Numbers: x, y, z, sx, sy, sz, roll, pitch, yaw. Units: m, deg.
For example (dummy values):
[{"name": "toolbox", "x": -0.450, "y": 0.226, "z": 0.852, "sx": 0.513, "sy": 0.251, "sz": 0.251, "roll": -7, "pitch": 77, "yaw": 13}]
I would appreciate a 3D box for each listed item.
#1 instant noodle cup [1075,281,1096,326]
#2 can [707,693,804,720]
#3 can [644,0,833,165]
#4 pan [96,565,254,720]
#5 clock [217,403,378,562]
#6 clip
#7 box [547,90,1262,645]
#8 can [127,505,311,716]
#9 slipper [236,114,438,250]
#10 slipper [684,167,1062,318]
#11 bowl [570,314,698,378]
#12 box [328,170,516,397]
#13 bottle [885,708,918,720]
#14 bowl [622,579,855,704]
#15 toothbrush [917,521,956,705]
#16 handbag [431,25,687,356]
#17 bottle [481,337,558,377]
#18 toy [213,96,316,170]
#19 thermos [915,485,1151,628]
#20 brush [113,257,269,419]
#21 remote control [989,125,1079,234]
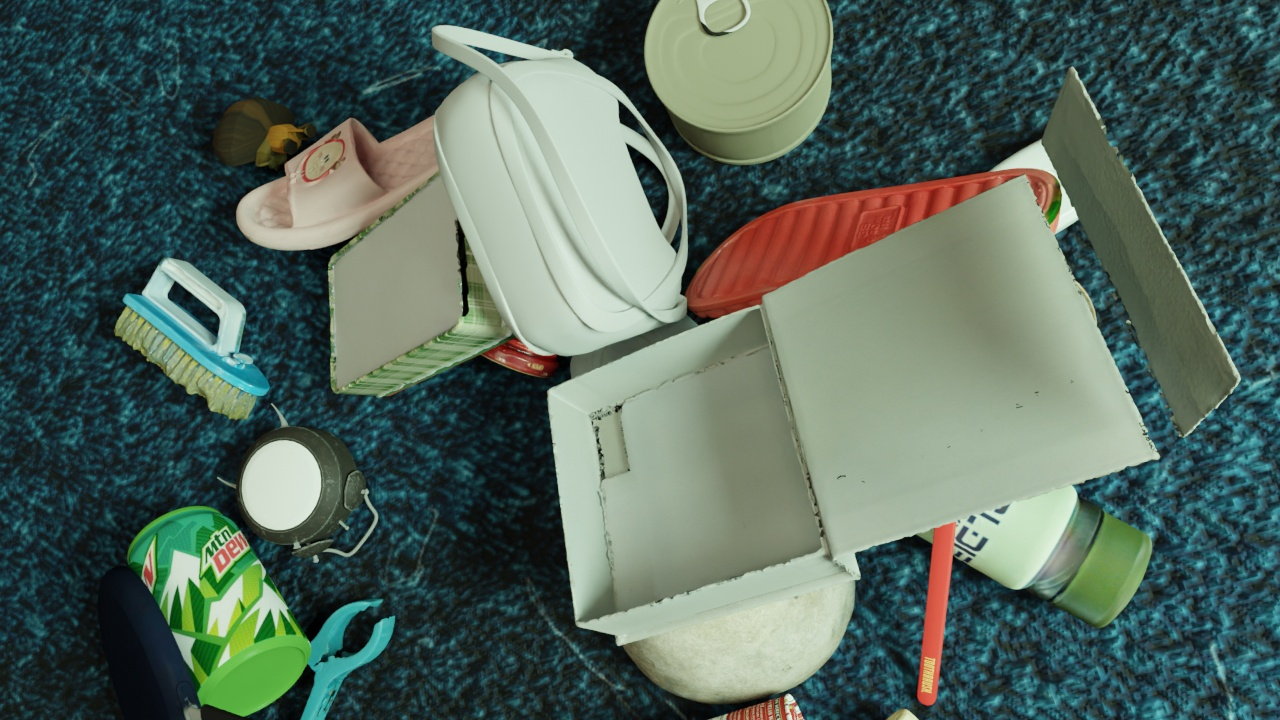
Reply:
[{"name": "instant noodle cup", "x": 0.234, "y": -0.013, "z": 0.572, "sx": 0.098, "sy": 0.108, "sz": 0.097, "roll": -2, "pitch": 82, "yaw": 12}, {"name": "can", "x": 0.054, "y": 0.274, "z": 0.586, "sx": 0.116, "sy": 0.086, "sz": 0.086, "roll": -21, "pitch": 78, "yaw": 9}, {"name": "can", "x": 0.073, "y": -0.211, "z": 0.654, "sx": 0.128, "sy": 0.073, "sz": 0.127, "roll": -2, "pitch": 82, "yaw": 13}, {"name": "pan", "x": -0.298, "y": 0.228, "z": 0.594, "sx": 0.358, "sy": 0.021, "sz": 0.198, "roll": -17, "pitch": 91, "yaw": 49}, {"name": "clock", "x": -0.262, "y": 0.099, "z": 0.704, "sx": 0.123, "sy": 0.043, "sz": 0.091, "roll": 37, "pitch": 92, "yaw": 15}, {"name": "clip", "x": -0.230, "y": 0.233, "z": 0.690, "sx": 0.119, "sy": 0.027, "sz": 0.102, "roll": -44, "pitch": 78, "yaw": 4}, {"name": "box", "x": 0.105, "y": 0.029, "z": 0.506, "sx": 0.369, "sy": 0.098, "sz": 0.165, "roll": -26, "pitch": 59, "yaw": 27}, {"name": "can", "x": -0.311, "y": 0.181, "z": 0.671, "sx": 0.083, "sy": 0.083, "sz": 0.144, "roll": -49, "pitch": 60, "yaw": 3}, {"name": "slipper", "x": -0.207, "y": -0.147, "z": 0.702, "sx": 0.221, "sy": 0.056, "sz": 0.106, "roll": -22, "pitch": 44, "yaw": 2}, {"name": "slipper", "x": 0.146, "y": -0.063, "z": 0.601, "sx": 0.249, "sy": 0.059, "sz": 0.103, "roll": -10, "pitch": 40, "yaw": 33}, {"name": "bowl", "x": -0.004, "y": 0.004, "z": 0.660, "sx": 0.106, "sy": 0.039, "sz": 0.106, "roll": -2, "pitch": 82, "yaw": 13}, {"name": "box", "x": -0.157, "y": -0.048, "z": 0.643, "sx": 0.206, "sy": 0.050, "sz": 0.117, "roll": -22, "pitch": 69, "yaw": 46}, {"name": "bottle", "x": 0.214, "y": 0.287, "z": 0.561, "sx": 0.059, "sy": 0.059, "sz": 0.166, "roll": -46, "pitch": 75, "yaw": 3}, {"name": "bowl", "x": 0.052, "y": 0.142, "z": 0.609, "sx": 0.178, "sy": 0.081, "sz": 0.178, "roll": -2, "pitch": 82, "yaw": 11}, {"name": "toothbrush", "x": 0.181, "y": 0.130, "z": 0.556, "sx": 0.012, "sy": 0.017, "sz": 0.213, "roll": 10, "pitch": 117, "yaw": 27}, {"name": "handbag", "x": -0.025, "y": -0.120, "z": 0.592, "sx": 0.096, "sy": 0.222, "sz": 0.216, "roll": -18, "pitch": 98, "yaw": 33}, {"name": "bottle", "x": -0.079, "y": -0.052, "z": 0.654, "sx": 0.099, "sy": 0.099, "sz": 0.111, "roll": 26, "pitch": 97, "yaw": 15}, {"name": "toy", "x": -0.299, "y": -0.182, "z": 0.744, "sx": 0.100, "sy": 0.063, "sz": 0.076, "roll": 9, "pitch": 48, "yaw": 28}, {"name": "thermos", "x": 0.198, "y": 0.084, "z": 0.586, "sx": 0.231, "sy": 0.082, "sz": 0.082, "roll": 29, "pitch": 89, "yaw": 15}, {"name": "brush", "x": -0.346, "y": -0.016, "z": 0.734, "sx": 0.136, "sy": 0.055, "sz": 0.075, "roll": 35, "pitch": 96, "yaw": 14}, {"name": "remote control", "x": 0.262, "y": -0.109, "z": 0.620, "sx": 0.114, "sy": 0.028, "sz": 0.060, "roll": -34, "pitch": 77, "yaw": 7}]
